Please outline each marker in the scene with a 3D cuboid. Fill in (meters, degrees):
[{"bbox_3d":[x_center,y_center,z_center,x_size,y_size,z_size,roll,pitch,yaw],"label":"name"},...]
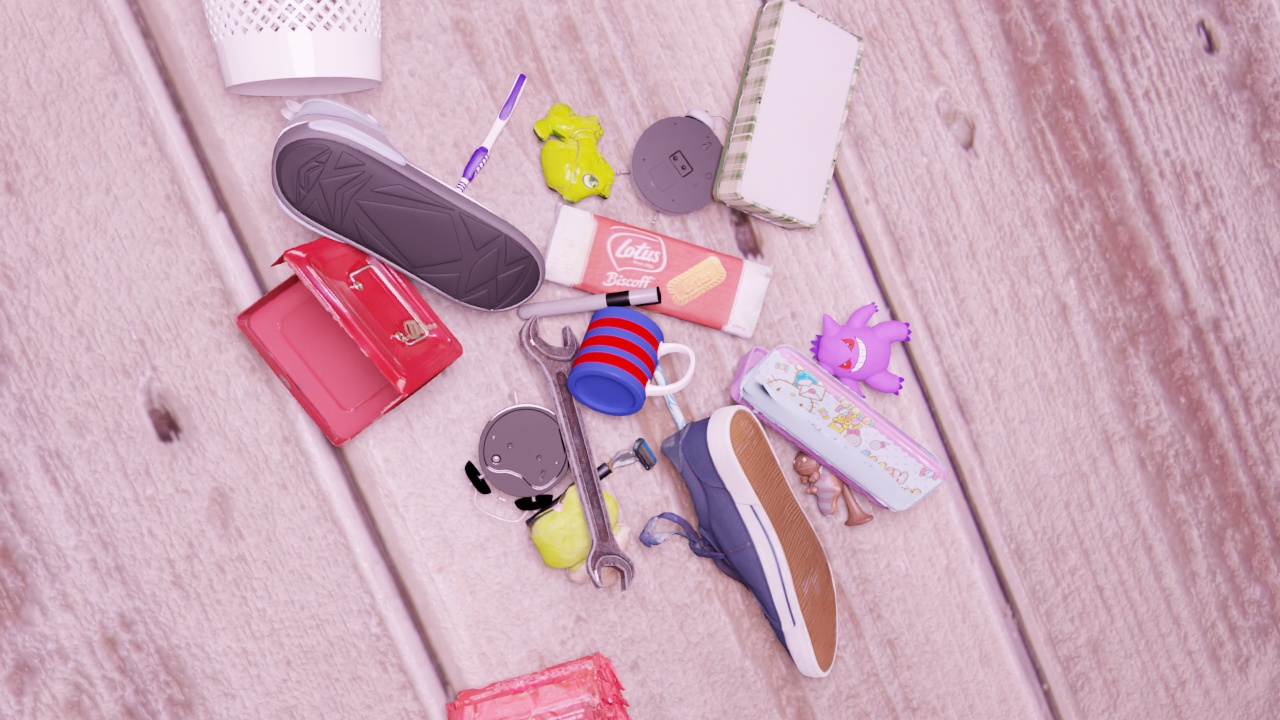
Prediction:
[{"bbox_3d":[0.021,0.019,0.927,0.013,0.013,0.142,-26,95,-8],"label":"marker"},{"bbox_3d":[-0.050,-0.055,0.888,0.141,0.016,0.016,-7,92,12],"label":"marker"}]

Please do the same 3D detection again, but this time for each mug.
[{"bbox_3d":[-0.005,0.005,0.870,0.112,0.075,0.076,12,56,11],"label":"mug"}]

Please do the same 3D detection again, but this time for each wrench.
[{"bbox_3d":[-0.058,0.085,0.867,0.070,0.010,0.273,-3,72,-44],"label":"wrench"}]

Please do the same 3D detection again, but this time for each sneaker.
[{"bbox_3d":[-0.206,-0.149,0.838,0.256,0.160,0.093,28,113,-31],"label":"sneaker"},{"bbox_3d":[0.099,0.192,0.914,0.127,0.120,0.294,-20,102,34],"label":"sneaker"}]

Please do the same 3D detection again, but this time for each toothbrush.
[{"bbox_3d":[-0.156,-0.197,0.893,0.016,0.015,0.186,30,86,-7],"label":"toothbrush"}]

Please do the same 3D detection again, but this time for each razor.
[{"bbox_3d":[-0.053,0.124,0.913,0.144,0.022,0.043,-32,133,-4],"label":"razor"}]

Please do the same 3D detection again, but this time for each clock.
[{"bbox_3d":[-0.118,0.097,0.889,0.091,0.042,0.120,23,87,-9],"label":"clock"},{"bbox_3d":[0.045,-0.199,0.917,0.122,0.035,0.094,-37,96,-8],"label":"clock"}]

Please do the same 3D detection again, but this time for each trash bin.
[{"bbox_3d":[-0.303,-0.339,0.791,0.195,0.195,0.200,-6,101,-9],"label":"trash bin"}]

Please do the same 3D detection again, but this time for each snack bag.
[{"bbox_3d":[0.016,-0.088,0.912,0.225,0.041,0.077,16,90,-11],"label":"snack bag"},{"bbox_3d":[-0.100,0.336,0.879,0.176,0.082,0.082,-13,93,-10],"label":"snack bag"}]

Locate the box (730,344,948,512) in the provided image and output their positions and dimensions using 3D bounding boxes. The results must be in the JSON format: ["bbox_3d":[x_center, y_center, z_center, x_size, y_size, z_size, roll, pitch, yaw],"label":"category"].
[{"bbox_3d":[0.198,0.054,0.899,0.214,0.093,0.089,36,43,-8],"label":"box"}]

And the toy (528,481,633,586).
[{"bbox_3d":[-0.050,0.175,0.896,0.092,0.043,0.118,-44,119,-6],"label":"toy"}]

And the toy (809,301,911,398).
[{"bbox_3d":[0.221,-0.009,0.939,0.088,0.056,0.106,5,100,-6],"label":"toy"}]

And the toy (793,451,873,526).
[{"bbox_3d":[0.193,0.127,0.944,0.054,0.042,0.102,-21,86,-31],"label":"toy"}]

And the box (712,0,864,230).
[{"bbox_3d":[0.146,-0.241,0.908,0.117,0.050,0.205,13,89,-31],"label":"box"}]

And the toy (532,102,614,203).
[{"bbox_3d":[-0.064,-0.202,0.899,0.094,0.036,0.093,23,79,-10],"label":"toy"}]

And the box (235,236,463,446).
[{"bbox_3d":[-0.272,-0.015,0.834,0.166,0.151,0.157,-35,95,29],"label":"box"}]
